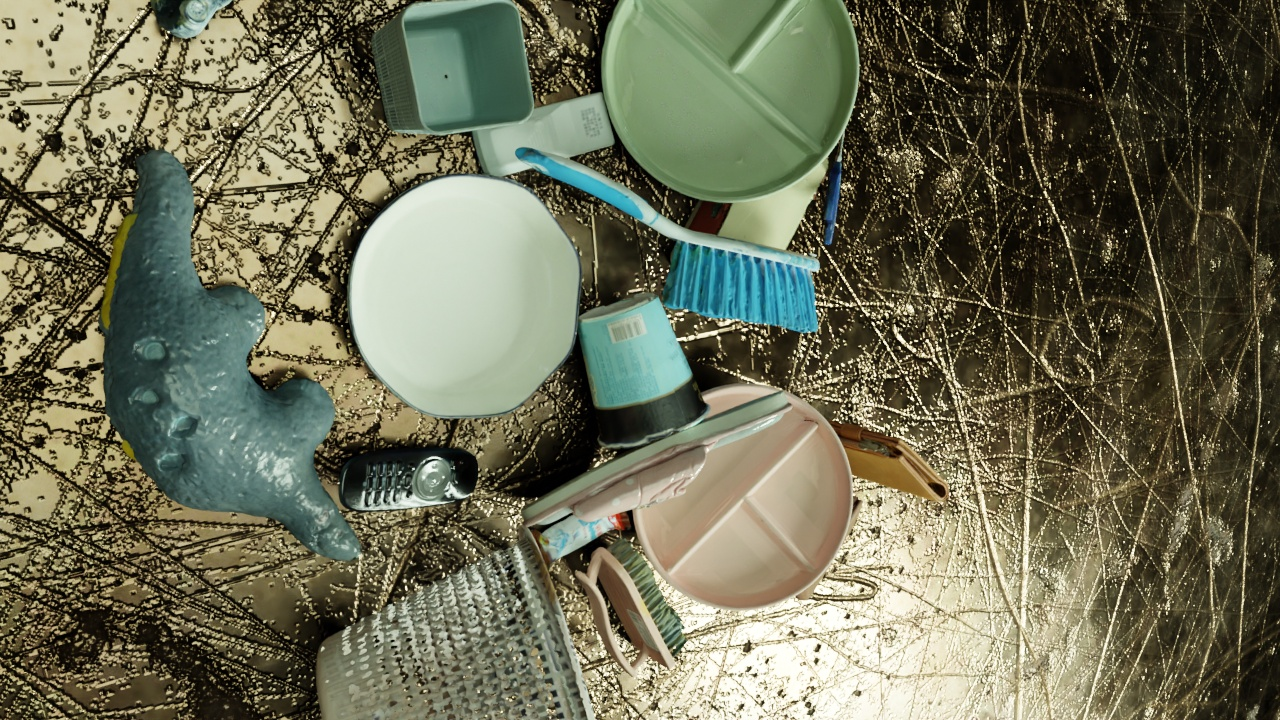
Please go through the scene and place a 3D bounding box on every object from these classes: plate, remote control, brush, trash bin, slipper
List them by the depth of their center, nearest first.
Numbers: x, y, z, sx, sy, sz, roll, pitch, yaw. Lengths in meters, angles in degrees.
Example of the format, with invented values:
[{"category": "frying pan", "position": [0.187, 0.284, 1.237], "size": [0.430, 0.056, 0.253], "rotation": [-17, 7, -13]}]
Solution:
[{"category": "trash bin", "position": [-0.152, 0.273, 0.759], "size": [0.192, 0.227, 0.227], "rotation": [-17, 108, -14]}, {"category": "plate", "position": [-0.148, -0.054, 0.778], "size": [0.204, 0.046, 0.205], "rotation": [-6, 102, -30]}, {"category": "remote control", "position": [-0.198, 0.100, 0.782], "size": [0.136, 0.024, 0.053], "rotation": [3, 94, -48]}, {"category": "remote control", "position": [-0.083, -0.196, 0.799], "size": [0.124, 0.024, 0.049], "rotation": [-23, 108, -26]}, {"category": "brush", "position": [0.031, -0.098, 0.804], "size": [0.314, 0.060, 0.109], "rotation": [8, 96, -26]}, {"category": "plate", "position": [0.080, -0.257, 0.822], "size": [0.230, 0.027, 0.230], "rotation": [0, 100, -1]}, {"category": "slipper", "position": [0.021, 0.100, 0.849], "size": [0.274, 0.114, 0.054], "rotation": [-23, 87, -12]}, {"category": "brush", "position": [-0.013, 0.242, 0.901], "size": [0.072, 0.063, 0.146], "rotation": [-37, 118, -24]}, {"category": "plate", "position": [0.103, 0.137, 0.930], "size": [0.229, 0.028, 0.229], "rotation": [0, 91, -9]}]

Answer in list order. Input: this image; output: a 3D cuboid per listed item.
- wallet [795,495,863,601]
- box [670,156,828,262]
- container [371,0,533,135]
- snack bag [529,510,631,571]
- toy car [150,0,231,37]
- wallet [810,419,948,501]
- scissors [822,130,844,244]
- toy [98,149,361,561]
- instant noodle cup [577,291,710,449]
[{"category": "wallet", "position": [0.202, 0.206, 1.010], "size": [0.124, 0.032, 0.101], "rotation": [-55, 162, -11]}, {"category": "box", "position": [0.113, -0.144, 0.893], "size": [0.091, 0.077, 0.168], "rotation": [31, 84, -31]}, {"category": "container", "position": [-0.150, -0.221, 0.703], "size": [0.089, 0.111, 0.090], "rotation": [-16, 108, -28]}, {"category": "snack bag", "position": [-0.060, 0.164, 0.884], "size": [0.104, 0.026, 0.048], "rotation": [-23, 103, -25]}, {"category": "toy car", "position": [-0.306, -0.267, 0.646], "size": [0.090, 0.043, 0.034], "rotation": [-65, 155, -9]}, {"category": "wallet", "position": [0.255, 0.105, 0.995], "size": [0.108, 0.132, 0.031], "rotation": [42, 74, -29]}, {"category": "scissors", "position": [0.199, -0.192, 0.932], "size": [0.163, 0.012, 0.175], "rotation": [86, 17, -45]}, {"category": "toy", "position": [-0.313, 0.031, 0.681], "size": [0.137, 0.092, 0.356], "rotation": [-47, 124, -46]}, {"category": "instant noodle cup", "position": [-0.005, 0.005, 0.846], "size": [0.111, 0.111, 0.120], "rotation": [-23, 102, -25]}]
